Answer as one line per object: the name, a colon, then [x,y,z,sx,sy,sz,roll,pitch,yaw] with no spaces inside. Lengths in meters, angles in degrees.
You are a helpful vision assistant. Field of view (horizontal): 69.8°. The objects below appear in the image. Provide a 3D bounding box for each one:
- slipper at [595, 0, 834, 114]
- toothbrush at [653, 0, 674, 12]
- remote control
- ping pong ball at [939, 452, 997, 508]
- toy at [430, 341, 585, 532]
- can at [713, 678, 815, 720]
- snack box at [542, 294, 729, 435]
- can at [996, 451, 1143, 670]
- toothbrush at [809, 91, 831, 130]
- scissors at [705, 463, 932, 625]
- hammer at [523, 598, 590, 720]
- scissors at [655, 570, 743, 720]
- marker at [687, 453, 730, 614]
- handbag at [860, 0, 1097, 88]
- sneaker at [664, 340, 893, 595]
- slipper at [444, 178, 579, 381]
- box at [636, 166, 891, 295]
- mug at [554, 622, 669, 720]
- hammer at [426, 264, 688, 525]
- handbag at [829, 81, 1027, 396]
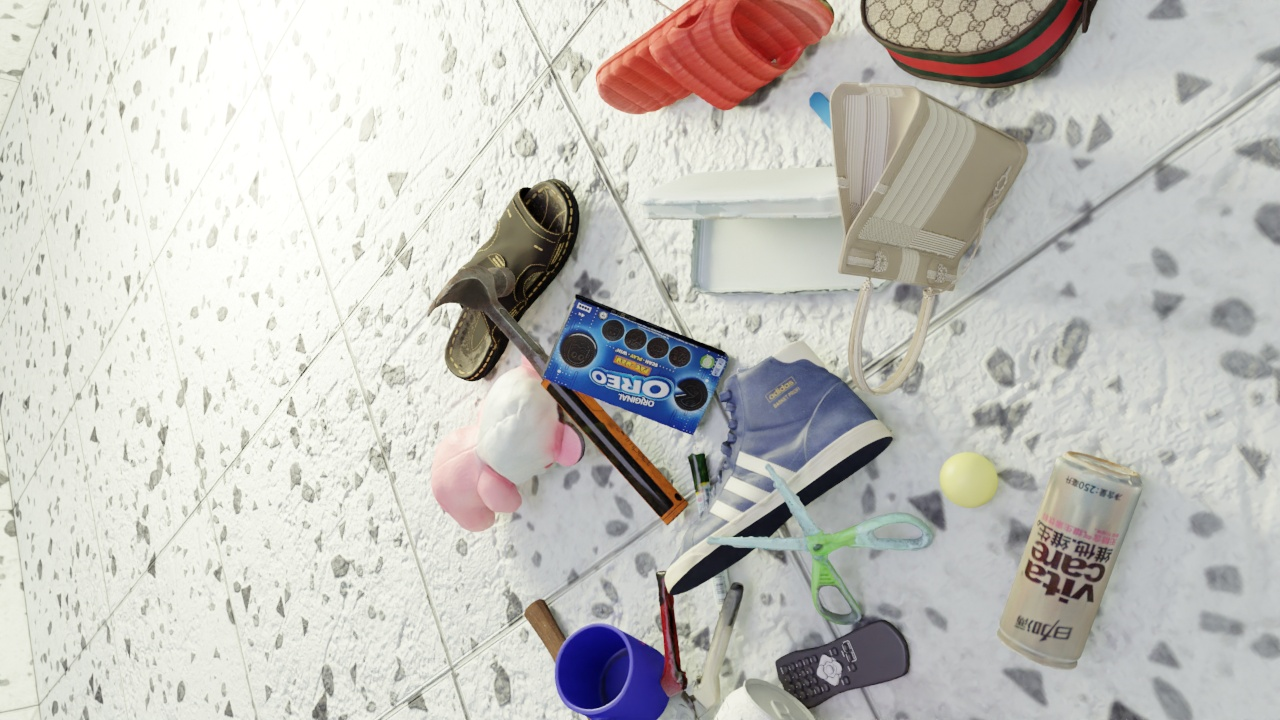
slipper: [0.053,-0.259,0.809,0.249,0.103,0.059,-9,67,43]
toothbrush: [0.023,-0.307,0.785,0.010,0.181,0.010,36,108,32]
remote control: [0.162,0.247,0.742,0.125,0.009,0.046,-35,65,35]
ping pong ball: [0.237,0.086,0.663,0.040,0.040,0.040,-3,85,42]
toy: [-0.146,0.087,0.978,0.214,0.084,0.141,-37,56,34]
can: [0.081,0.335,0.742,0.078,0.078,0.136,33,99,38]
snack box: [-0.005,0.005,0.828,0.027,0.150,0.082,-97,28,-73]
can: [0.284,0.131,0.609,0.054,0.054,0.136,23,102,40]
toothbrush: [0.166,-0.176,0.723,0.016,0.014,0.166,-53,30,25]
scissors: [0.141,0.137,0.703,0.168,0.171,0.023,-22,28,19]
hammer: [-0.025,0.365,0.890,0.323,0.033,0.115,49,120,33]
scissors: [0.045,0.273,0.811,0.180,0.015,0.187,-49,57,22]
marker: [0.063,0.156,0.831,0.017,0.017,0.146,-20,74,39]
handbag: [0.249,-0.275,0.666,0.167,0.063,0.138,26,95,40]
sneaker: [0.080,0.083,0.763,0.234,0.091,0.118,-43,63,24]
slipper: [-0.156,-0.087,1.003,0.113,0.075,0.268,52,120,30]
box: [0.113,-0.097,0.777,0.216,0.106,0.125,9,122,41]
mug: [-0.024,0.303,0.830,0.079,0.083,0.111,-13,57,22]
hammer: [-0.074,0.032,0.865,0.314,0.137,0.035,47,113,10]
handbag: [0.183,-0.072,0.635,0.062,0.175,0.198,20,103,41]
